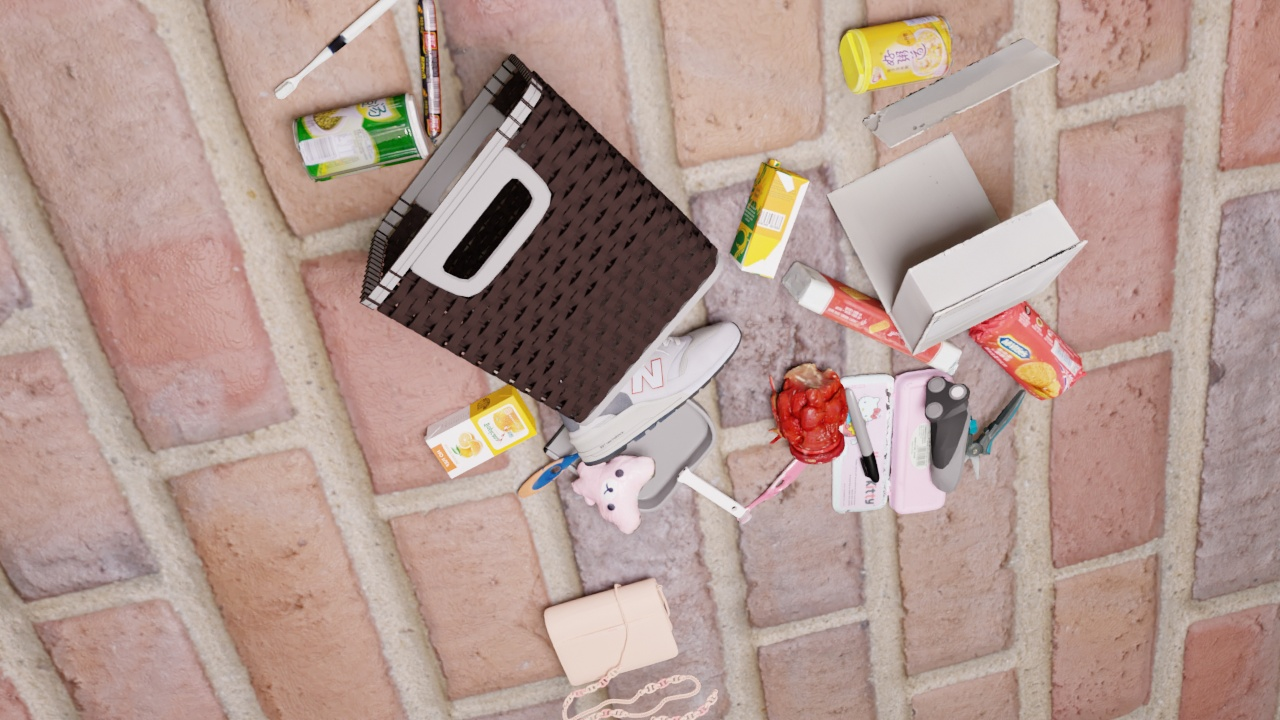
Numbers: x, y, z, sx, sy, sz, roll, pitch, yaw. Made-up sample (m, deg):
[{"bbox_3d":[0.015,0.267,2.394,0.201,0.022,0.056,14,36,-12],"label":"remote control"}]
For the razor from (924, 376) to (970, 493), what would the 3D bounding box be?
[{"bbox_3d":[0.384,0.098,1.149,0.060,0.057,0.156,-33,125,-27],"label":"razor"}]

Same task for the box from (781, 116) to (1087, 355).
[{"bbox_3d":[0.324,-0.161,1.088,0.167,0.445,0.165,-26,125,1],"label":"box"}]

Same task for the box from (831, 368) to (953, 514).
[{"bbox_3d":[0.328,0.111,1.192,0.153,0.041,0.201,-7,112,-6],"label":"box"}]

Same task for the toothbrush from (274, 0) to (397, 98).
[{"bbox_3d":[-0.296,-0.324,0.921,0.187,0.017,0.012,-38,126,6],"label":"toothbrush"}]

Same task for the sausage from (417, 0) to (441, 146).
[{"bbox_3d":[-0.216,-0.299,0.943,0.020,0.020,0.155,-2,112,-9],"label":"sausage"}]

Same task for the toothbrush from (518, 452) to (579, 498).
[{"bbox_3d":[-0.098,0.130,1.127,0.135,0.017,0.021,-36,102,16],"label":"toothbrush"}]

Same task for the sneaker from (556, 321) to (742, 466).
[{"bbox_3d":[-0.006,0.006,1.053,0.240,0.089,0.124,-41,105,0],"label":"sneaker"}]

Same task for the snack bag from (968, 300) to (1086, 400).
[{"bbox_3d":[0.481,-0.020,1.148,0.176,0.082,0.082,38,101,-22],"label":"snack bag"}]

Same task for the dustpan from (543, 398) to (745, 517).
[{"bbox_3d":[0.031,0.123,1.150,0.257,0.033,0.163,35,102,-20],"label":"dustpan"}]

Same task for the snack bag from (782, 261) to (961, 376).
[{"bbox_3d":[0.277,-0.051,1.097,0.225,0.077,0.041,21,110,-17],"label":"snack bag"}]

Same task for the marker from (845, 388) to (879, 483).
[{"bbox_3d":[0.280,0.097,1.168,0.022,0.016,0.139,-8,112,37],"label":"marker"}]

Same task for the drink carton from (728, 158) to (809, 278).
[{"bbox_3d":[0.145,-0.162,1.039,0.041,0.058,0.123,13,109,-15],"label":"drink carton"}]

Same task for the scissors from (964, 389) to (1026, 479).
[{"bbox_3d":[0.443,0.086,1.179,0.118,0.019,0.148,-20,116,1],"label":"scissors"}]

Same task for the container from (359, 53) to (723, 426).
[{"bbox_3d":[-0.099,-0.117,0.919,0.243,0.245,0.248,36,102,-24],"label":"container"}]

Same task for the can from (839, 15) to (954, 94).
[{"bbox_3d":[0.275,-0.329,0.988,0.105,0.067,0.068,-12,113,-5],"label":"can"}]

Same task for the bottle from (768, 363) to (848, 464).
[{"bbox_3d":[0.204,0.065,1.130,0.099,0.099,0.111,-16,124,-3],"label":"bottle"}]

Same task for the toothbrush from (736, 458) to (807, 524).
[{"bbox_3d":[0.176,0.166,1.201,0.135,0.016,0.021,-45,120,10],"label":"toothbrush"}]

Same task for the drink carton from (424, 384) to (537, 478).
[{"bbox_3d":[-0.192,0.085,1.092,0.122,0.040,0.058,-28,114,2],"label":"drink carton"}]

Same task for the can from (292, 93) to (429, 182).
[{"bbox_3d":[-0.283,-0.227,0.936,0.121,0.067,0.067,-14,113,-3],"label":"can"}]

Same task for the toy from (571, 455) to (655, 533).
[{"bbox_3d":[-0.036,0.153,1.117,0.096,0.052,0.099,17,97,6],"label":"toy"}]

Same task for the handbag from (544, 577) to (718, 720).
[{"bbox_3d":[-0.020,0.375,1.160,0.199,0.187,0.117,-17,121,2],"label":"handbag"}]
